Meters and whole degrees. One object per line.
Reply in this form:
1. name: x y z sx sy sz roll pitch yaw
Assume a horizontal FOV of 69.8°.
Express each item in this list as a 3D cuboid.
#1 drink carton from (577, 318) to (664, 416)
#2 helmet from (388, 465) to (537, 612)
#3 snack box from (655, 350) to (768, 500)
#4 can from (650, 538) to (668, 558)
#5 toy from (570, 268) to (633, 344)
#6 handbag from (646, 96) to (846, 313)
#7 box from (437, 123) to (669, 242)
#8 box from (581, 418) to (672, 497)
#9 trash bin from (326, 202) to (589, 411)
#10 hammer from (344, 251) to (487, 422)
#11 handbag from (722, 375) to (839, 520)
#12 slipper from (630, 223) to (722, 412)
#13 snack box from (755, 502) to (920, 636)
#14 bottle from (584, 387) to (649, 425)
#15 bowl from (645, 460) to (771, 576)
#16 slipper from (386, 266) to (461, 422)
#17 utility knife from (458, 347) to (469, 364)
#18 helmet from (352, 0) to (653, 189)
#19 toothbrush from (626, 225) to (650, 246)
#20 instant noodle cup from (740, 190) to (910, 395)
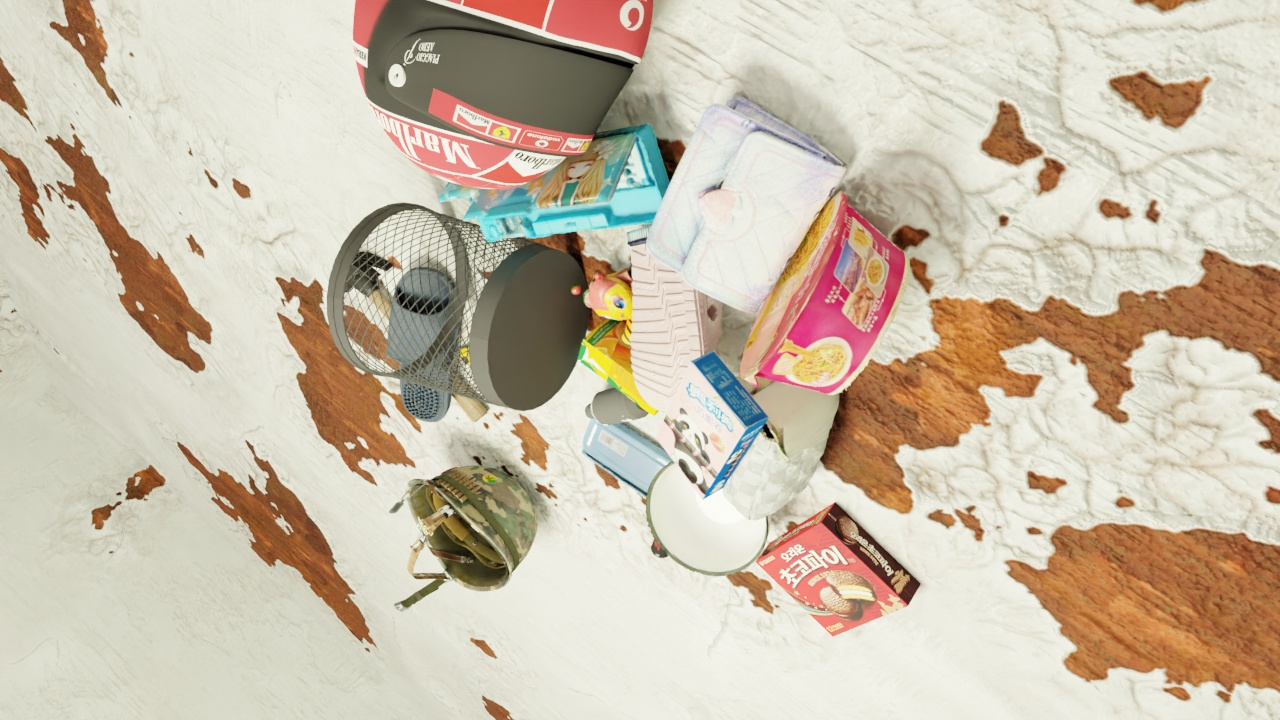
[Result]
1. drink carton: -0.006 0.006 1.075 0.122 0.058 0.041 36 142 13
2. helmet: -0.285 0.267 1.432 0.224 0.235 0.193 24 134 11
3. snack box: 0.067 0.068 0.918 0.088 0.033 0.154 52 150 20
4. can: 0.037 0.245 1.275 0.031 0.031 0.081 36 142 13
5. toy: -0.022 -0.064 1.038 0.084 0.046 0.103 -33 110 31
6. handbag: 0.089 -0.136 0.814 0.126 0.069 0.159 34 121 11
7. box: -0.096 -0.154 0.896 0.227 0.116 0.097 -2 122 31
8. box: 0.011 0.160 1.212 0.209 0.047 0.122 32 142 18
9. trash bin: -0.207 -0.060 1.088 0.228 0.217 0.218 16 134 28
10. hammer: -0.338 -0.031 1.383 0.305 0.040 0.133 50 146 -6
11. handbag: 0.129 0.083 0.977 0.123 0.112 0.172 38 144 27
12. slipper: 0.041 -0.061 0.968 0.094 0.064 0.239 10 113 35
13. snack box: 0.230 0.252 1.093 0.132 0.035 0.152 44 143 3
14. bottle: -0.031 0.057 1.156 0.113 0.046 0.047 -17 111 50
15. bowl: 0.090 0.176 1.106 0.154 0.072 0.153 7 108 24
16. slipper: -0.318 -0.008 1.302 0.101 0.082 0.264 17 125 10
17. utility knife: -0.185 -0.010 1.272 0.228 0.019 0.030 -5 129 43
18. helmet: -0.129 -0.262 0.801 0.271 0.197 0.225 28 111 29
19. toothbrush: 0.068 -0.132 0.879 0.189 0.016 0.017 -7 92 29
20. instant noodle cup: 0.162 -0.047 0.788 0.077 0.178 0.179 27 142 -3
